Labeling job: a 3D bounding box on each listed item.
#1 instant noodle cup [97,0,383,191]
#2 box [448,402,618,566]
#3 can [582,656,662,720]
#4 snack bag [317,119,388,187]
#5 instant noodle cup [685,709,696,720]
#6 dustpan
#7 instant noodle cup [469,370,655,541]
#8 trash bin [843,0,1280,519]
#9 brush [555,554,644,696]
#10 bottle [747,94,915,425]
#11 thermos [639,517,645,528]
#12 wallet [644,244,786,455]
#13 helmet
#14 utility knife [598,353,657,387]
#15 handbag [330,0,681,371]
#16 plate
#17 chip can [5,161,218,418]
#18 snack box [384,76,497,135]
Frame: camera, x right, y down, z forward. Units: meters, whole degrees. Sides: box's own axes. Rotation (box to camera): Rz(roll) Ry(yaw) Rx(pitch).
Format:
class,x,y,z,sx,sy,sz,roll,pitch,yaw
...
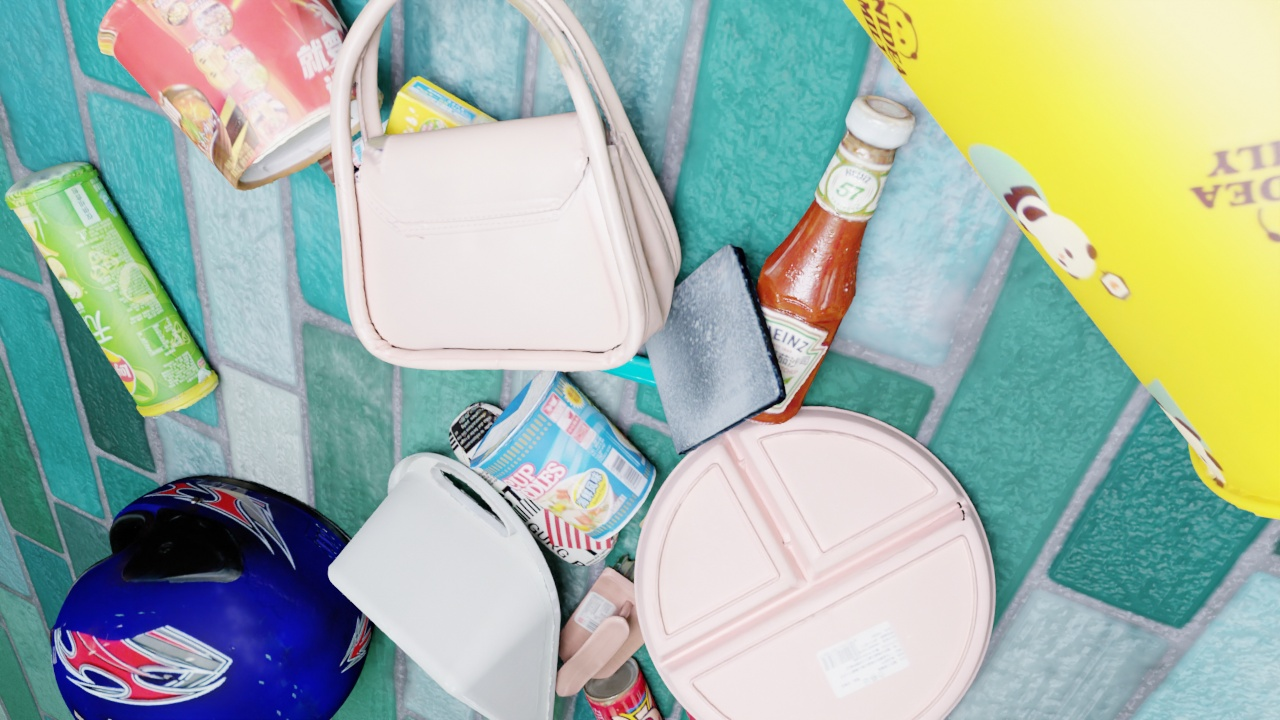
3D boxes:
class,x,y,z,sx,sy,sz,roll,pitch,yaw
instant noodle cup,-0.231,-0.179,0.560,0.138,0.137,0.108,-27,103,36
box,-0.086,0.101,0.728,0.164,0.051,0.068,43,114,0
can,-0.006,0.335,0.834,0.053,0.053,0.133,-6,117,29
snack bag,-0.177,-0.144,0.630,0.104,0.026,0.048,-14,122,32
instant noodle cup,0.112,0.313,0.756,0.194,0.065,0.194,12,124,18
dustpan,-0.148,0.202,0.804,0.223,0.142,0.258,33,162,26
instant noodle cup,-0.050,0.072,0.668,0.110,0.099,0.099,40,129,-12
trash bin,0.227,-0.113,0.335,0.255,0.228,0.230,47,129,0
brush,-0.032,0.229,0.768,0.063,0.072,0.146,34,131,2
bottle,0.100,-0.051,0.530,0.060,0.059,0.207,26,128,9
thermos,0.069,0.151,0.651,0.143,0.092,0.093,49,130,14
wallet,0.042,-0.003,0.566,0.121,0.019,0.097,-39,63,56
helmet,-0.423,0.257,0.875,0.316,0.239,0.248,12,123,20
utility knife,-0.004,0.004,0.645,0.218,0.013,0.029,14,138,15
handbag,-0.088,-0.110,0.528,0.193,0.093,0.234,-2,118,18
plate,0.109,0.143,0.582,0.229,0.028,0.229,-1,84,6
chip can,-0.452,-0.060,0.790,0.073,0.072,0.221,-6,117,29
snack box,-0.101,-0.110,0.595,0.140,0.033,0.087,30,129,-6
